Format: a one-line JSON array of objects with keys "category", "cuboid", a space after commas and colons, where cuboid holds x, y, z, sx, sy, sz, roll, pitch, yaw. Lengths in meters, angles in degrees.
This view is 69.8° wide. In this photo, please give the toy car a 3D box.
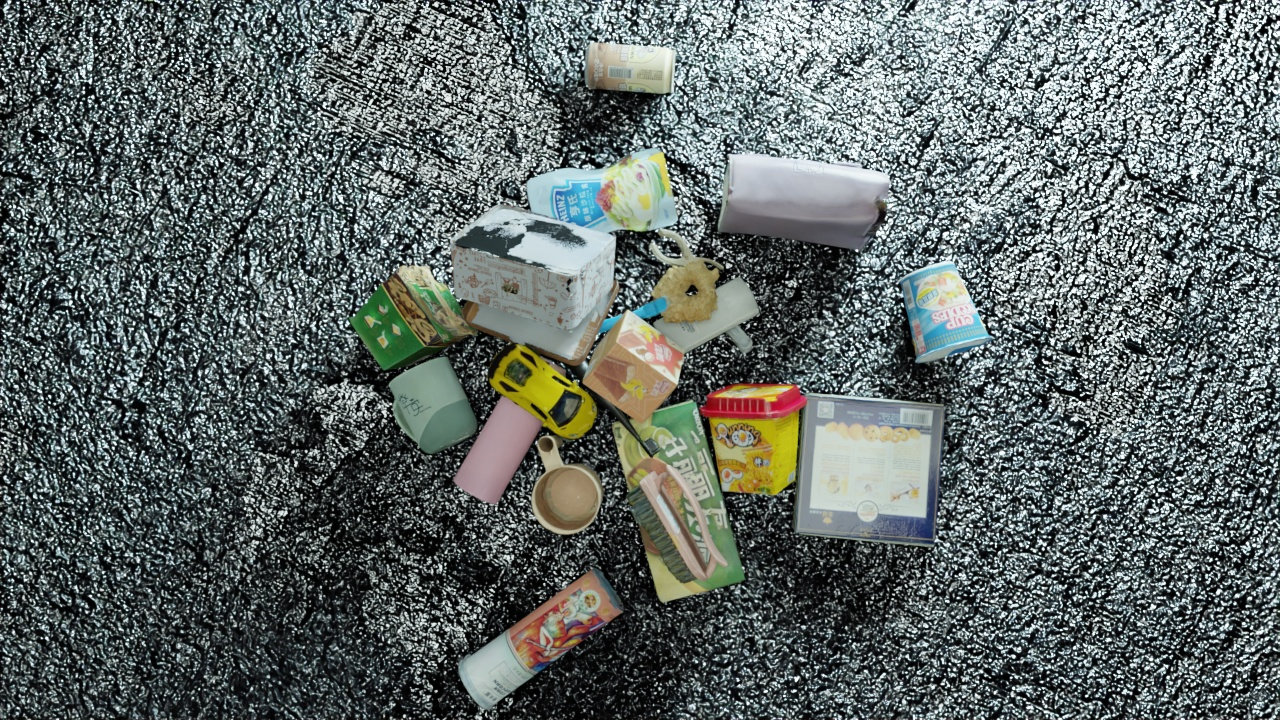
[{"category": "toy car", "cuboid": [-0.120, 0.040, 1.149, 0.156, 0.041, 0.071, 39, 82, -15]}]

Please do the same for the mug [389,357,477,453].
[{"category": "mug", "cuboid": [-0.277, 0.066, 1.201, 0.112, 0.082, 0.106, -28, 87, 31]}]

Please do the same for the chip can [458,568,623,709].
[{"category": "chip can", "cuboid": [-0.127, 0.356, 1.183, 0.214, 0.071, 0.071, -36, 87, 0]}]

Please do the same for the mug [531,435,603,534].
[{"category": "mug", "cuboid": [-0.097, 0.155, 1.173, 0.084, 0.103, 0.124, -21, 87, 1]}]

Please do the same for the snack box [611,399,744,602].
[{"category": "snack box", "cuboid": [0.049, 0.180, 1.186, 0.114, 0.063, 0.240, -15, 86, 3]}]

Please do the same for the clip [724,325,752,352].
[{"category": "clip", "cuboid": [0.127, -0.035, 1.217, 0.024, 0.028, 0.056, -41, 77, -2]}]

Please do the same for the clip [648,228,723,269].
[{"category": "clip", "cuboid": [0.052, -0.127, 1.217, 0.103, 0.034, 0.076, 45, 88, -5]}]

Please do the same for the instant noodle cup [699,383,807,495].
[{"category": "instant noodle cup", "cuboid": [0.146, 0.098, 1.158, 0.116, 0.115, 0.124, 0, 100, 30]}]

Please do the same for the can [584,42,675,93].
[{"category": "can", "cuboid": [-0.013, -0.387, 1.215, 0.116, 0.058, 0.058, 5, 88, 2]}]

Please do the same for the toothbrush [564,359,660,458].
[{"category": "toothbrush", "cuboid": [-0.048, 0.041, 1.168, 0.027, 0.026, 0.212, -35, 71, -18]}]

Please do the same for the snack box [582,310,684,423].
[{"category": "snack box", "cuboid": [-0.007, 0.007, 1.157, 0.094, 0.092, 0.077, 35, 118, -10]}]

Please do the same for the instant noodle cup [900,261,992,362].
[{"category": "instant noodle cup", "cuboid": [0.382, -0.063, 1.173, 0.099, 0.099, 0.110, -16, 80, 1]}]

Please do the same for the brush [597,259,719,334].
[{"category": "brush", "cuboid": [-0.013, -0.059, 1.199, 0.255, 0.045, 0.083, -20, 90, 12]}]

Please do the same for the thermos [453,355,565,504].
[{"category": "thermos", "cuboid": [-0.173, 0.083, 1.190, 0.067, 0.087, 0.198, 30, 91, 46]}]

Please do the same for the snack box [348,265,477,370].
[{"category": "snack box", "cuboid": [-0.299, -0.047, 1.194, 0.106, 0.118, 0.117, -36, 86, 13]}]

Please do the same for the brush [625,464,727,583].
[{"category": "brush", "cuboid": [0.046, 0.203, 1.121, 0.073, 0.063, 0.145, -32, 86, 12]}]

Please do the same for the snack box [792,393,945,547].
[{"category": "snack box", "cuboid": [0.293, 0.140, 1.187, 0.178, 0.046, 0.182, 5, 88, 3]}]

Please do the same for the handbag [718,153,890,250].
[{"category": "handbag", "cuboid": [0.201, -0.205, 1.156, 0.197, 0.145, 0.098, 7, 90, 2]}]

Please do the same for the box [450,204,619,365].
[{"category": "box", "cuboid": [-0.134, -0.092, 1.170, 0.182, 0.148, 0.158, 17, 126, 18]}]

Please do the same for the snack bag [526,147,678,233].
[{"category": "snack bag", "cuboid": [-0.052, -0.212, 1.221, 0.191, 0.039, 0.110, -13, 92, 4]}]

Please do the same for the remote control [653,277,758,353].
[{"category": "remote control", "cuboid": [0.087, -0.056, 1.210, 0.135, 0.019, 0.056, -29, 71, 2]}]
